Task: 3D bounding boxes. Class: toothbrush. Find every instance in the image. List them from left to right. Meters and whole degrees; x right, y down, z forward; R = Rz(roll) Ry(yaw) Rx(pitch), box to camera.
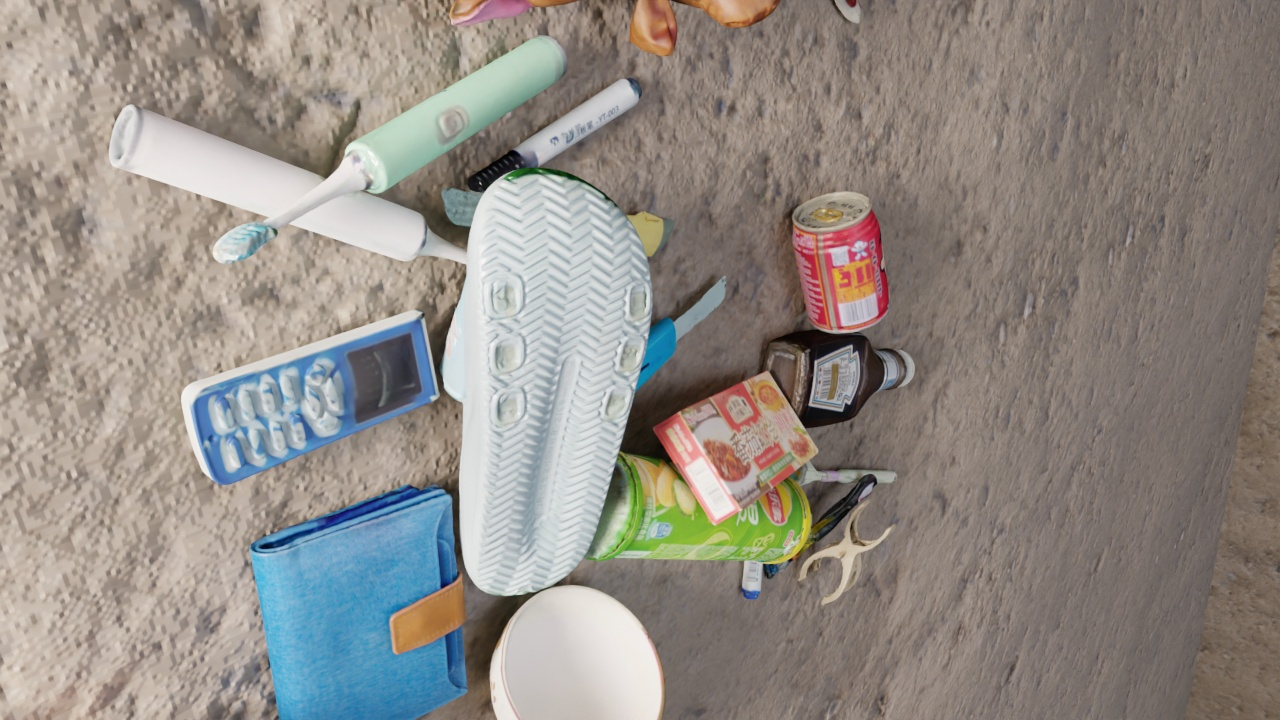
[{"bbox_3d":[-0.133,-0.067,0.442,0.220,0.026,0.026,17,115,-48],"label":"toothbrush"},{"bbox_3d":[-0.108,-0.104,0.433,0.223,0.027,0.026,-46,127,-39],"label":"toothbrush"},{"bbox_3d":[0.119,-0.298,0.644,0.187,0.017,0.016,32,79,-46],"label":"toothbrush"},{"bbox_3d":[0.193,0.106,0.852,0.189,0.020,0.029,10,101,-49],"label":"toothbrush"}]

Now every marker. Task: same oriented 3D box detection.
[{"bbox_3d":[-0.046,-0.127,0.524,0.130,0.018,0.023,-41,139,-30],"label":"marker"},{"bbox_3d":[0.097,0.129,0.757,0.016,0.017,0.146,-11,110,-45],"label":"marker"}]

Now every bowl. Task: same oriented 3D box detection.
[{"bbox_3d":[-0.048,0.207,0.579,0.113,0.113,0.062,-11,152,-45],"label":"bowl"}]

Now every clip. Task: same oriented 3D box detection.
[{"bbox_3d":[0.175,0.165,0.822,0.034,0.081,0.105,-13,126,-51],"label":"clip"}]

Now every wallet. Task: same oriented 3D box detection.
[{"bbox_3d":[-0.145,0.141,0.490,0.106,0.040,0.133,-16,114,-38],"label":"wallet"}]

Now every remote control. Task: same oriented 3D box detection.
[{"bbox_3d":[-0.155,0.015,0.446,0.124,0.024,0.049,-23,118,-39],"label":"remote control"}]

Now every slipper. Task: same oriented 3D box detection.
[{"bbox_3d":[-0.059,0.016,0.507,0.103,0.074,0.246,-5,114,-33],"label":"slipper"}]

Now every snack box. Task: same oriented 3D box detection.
[{"bbox_3d":[0.072,0.056,0.643,0.075,0.026,0.152,59,30,8],"label":"snack box"}]

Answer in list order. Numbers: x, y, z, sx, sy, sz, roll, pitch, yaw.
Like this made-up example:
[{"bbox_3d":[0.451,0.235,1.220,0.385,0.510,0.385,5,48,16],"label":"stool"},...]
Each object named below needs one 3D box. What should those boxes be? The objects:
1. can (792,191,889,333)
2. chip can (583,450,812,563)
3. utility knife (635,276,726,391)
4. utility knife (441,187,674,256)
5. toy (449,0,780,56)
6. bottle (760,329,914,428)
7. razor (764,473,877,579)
[{"bbox_3d":[0.156,-0.077,0.718,0.066,0.067,0.094,-41,128,-31],"label":"can"},{"bbox_3d":[0.034,0.105,0.641,0.221,0.073,0.072,15,91,-48],"label":"chip can"},{"bbox_3d":[-0.004,0.004,0.609,0.206,0.018,0.034,-42,129,-30],"label":"utility knife"},{"bbox_3d":[-0.040,-0.079,0.537,0.194,0.020,0.031,-4,112,-56],"label":"utility knife"},{"bbox_3d":[-0.004,-0.230,0.468,0.199,0.130,0.140,-9,115,-35],"label":"toy"},{"bbox_3d":[0.174,0.012,0.783,0.194,0.044,0.080,-5,106,-47],"label":"bottle"},{"bbox_3d":[0.164,0.143,0.815,0.142,0.022,0.043,-31,126,-26],"label":"razor"}]
